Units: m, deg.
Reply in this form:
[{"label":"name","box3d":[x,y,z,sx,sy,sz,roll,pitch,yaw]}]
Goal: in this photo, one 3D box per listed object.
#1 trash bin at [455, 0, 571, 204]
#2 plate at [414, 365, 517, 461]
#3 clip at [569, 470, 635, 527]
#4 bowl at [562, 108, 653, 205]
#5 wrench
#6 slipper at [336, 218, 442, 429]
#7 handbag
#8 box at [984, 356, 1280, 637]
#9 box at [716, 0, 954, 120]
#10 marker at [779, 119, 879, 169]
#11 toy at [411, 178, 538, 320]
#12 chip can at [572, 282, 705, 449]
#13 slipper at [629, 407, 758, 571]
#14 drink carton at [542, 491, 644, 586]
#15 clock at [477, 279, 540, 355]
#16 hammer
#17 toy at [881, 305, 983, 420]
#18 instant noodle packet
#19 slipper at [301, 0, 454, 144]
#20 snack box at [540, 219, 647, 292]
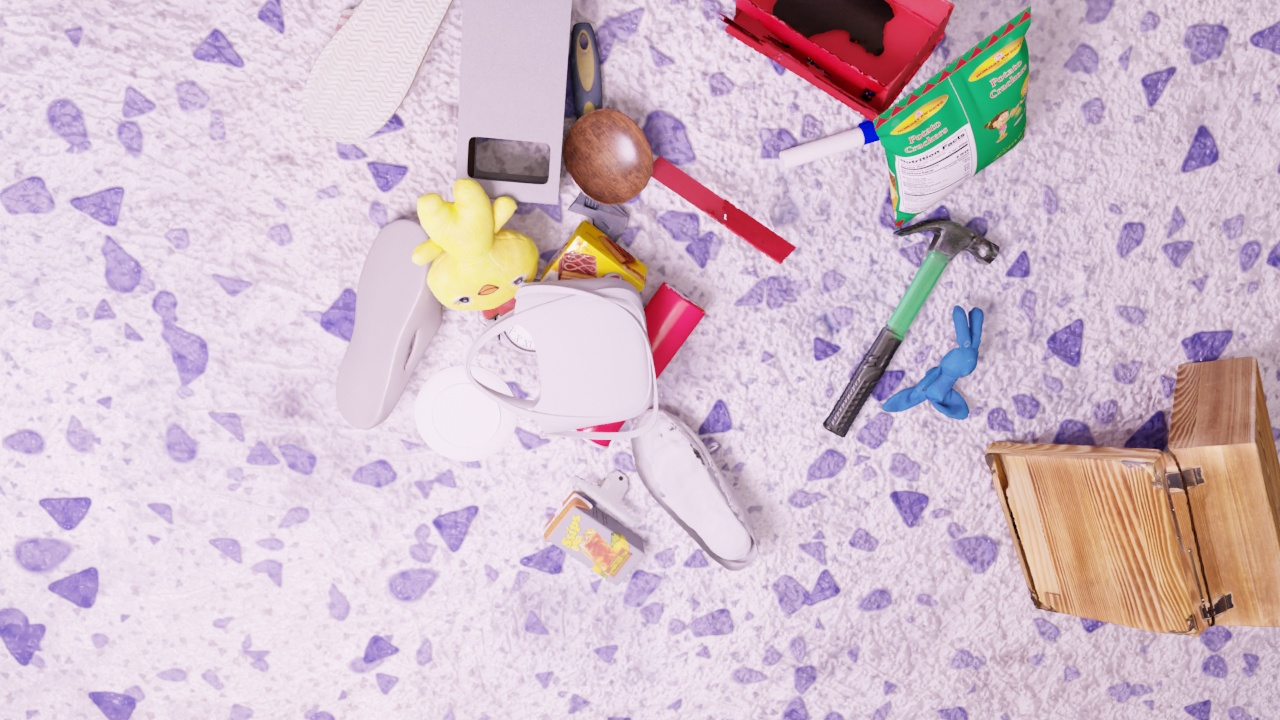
[{"label":"trash bin","box3d":[-0.144,-0.304,1.055,0.114,0.114,0.229,4,106,-6]},{"label":"plate","box3d":[-0.231,0.072,1.210,0.134,0.011,0.135,-1,106,-4]},{"label":"clip","box3d":[-0.045,0.182,1.251,0.102,0.052,0.058,39,128,-15]},{"label":"bowl","box3d":[-0.040,-0.245,1.104,0.102,0.026,0.114,-35,109,2]},{"label":"wrench","box3d":[-0.058,-0.268,1.121,0.073,0.022,0.273,-5,107,-3]},{"label":"slipper","box3d":[-0.298,-0.042,1.141,0.113,0.080,0.266,21,98,33]},{"label":"handbag","box3d":[-0.097,0.010,1.092,0.222,0.095,0.216,-8,108,-1]},{"label":"box","box3d":[0.675,0.199,1.251,0.335,0.285,0.279,-9,112,35]},{"label":"box","box3d":[0.212,-0.386,0.984,0.213,0.153,0.164,37,78,14]},{"label":"marker","box3d":[0.240,-0.271,1.144,0.133,0.023,0.027,-17,85,0]},{"label":"toy","box3d":[-0.191,-0.127,1.060,0.134,0.208,0.092,-22,63,-3]},{"label":"chip can","box3d":[-0.007,0.007,1.180,0.069,0.069,0.221,34,100,-13]},{"label":"slipper","box3d":[0.075,0.166,1.229,0.112,0.074,0.247,-37,95,-1]},{"label":"drink carton","box3d":[-0.063,0.243,1.254,0.125,0.048,0.076,36,100,-13]},{"label":"clock","box3d":[-0.146,-0.056,1.168,0.122,0.035,0.094,11,104,-8]},{"label":"hammer","box3d":[0.335,-0.040,1.215,0.130,0.032,0.319,25,103,-12]},{"label":"toy","box3d":[0.409,0.014,1.215,0.112,0.071,0.177,11,119,-21]},{"label":"instant noodle packet","box3d":[0.368,-0.269,1.070,0.196,0.252,0.090,-36,62,6]},{"label":"slipper","box3d":[-0.296,-0.371,1.057,0.115,0.052,0.263,35,104,-11]},{"label":"snack box","box3d":[-0.057,-0.105,1.139,0.105,0.061,0.084,37,115,-14]}]
